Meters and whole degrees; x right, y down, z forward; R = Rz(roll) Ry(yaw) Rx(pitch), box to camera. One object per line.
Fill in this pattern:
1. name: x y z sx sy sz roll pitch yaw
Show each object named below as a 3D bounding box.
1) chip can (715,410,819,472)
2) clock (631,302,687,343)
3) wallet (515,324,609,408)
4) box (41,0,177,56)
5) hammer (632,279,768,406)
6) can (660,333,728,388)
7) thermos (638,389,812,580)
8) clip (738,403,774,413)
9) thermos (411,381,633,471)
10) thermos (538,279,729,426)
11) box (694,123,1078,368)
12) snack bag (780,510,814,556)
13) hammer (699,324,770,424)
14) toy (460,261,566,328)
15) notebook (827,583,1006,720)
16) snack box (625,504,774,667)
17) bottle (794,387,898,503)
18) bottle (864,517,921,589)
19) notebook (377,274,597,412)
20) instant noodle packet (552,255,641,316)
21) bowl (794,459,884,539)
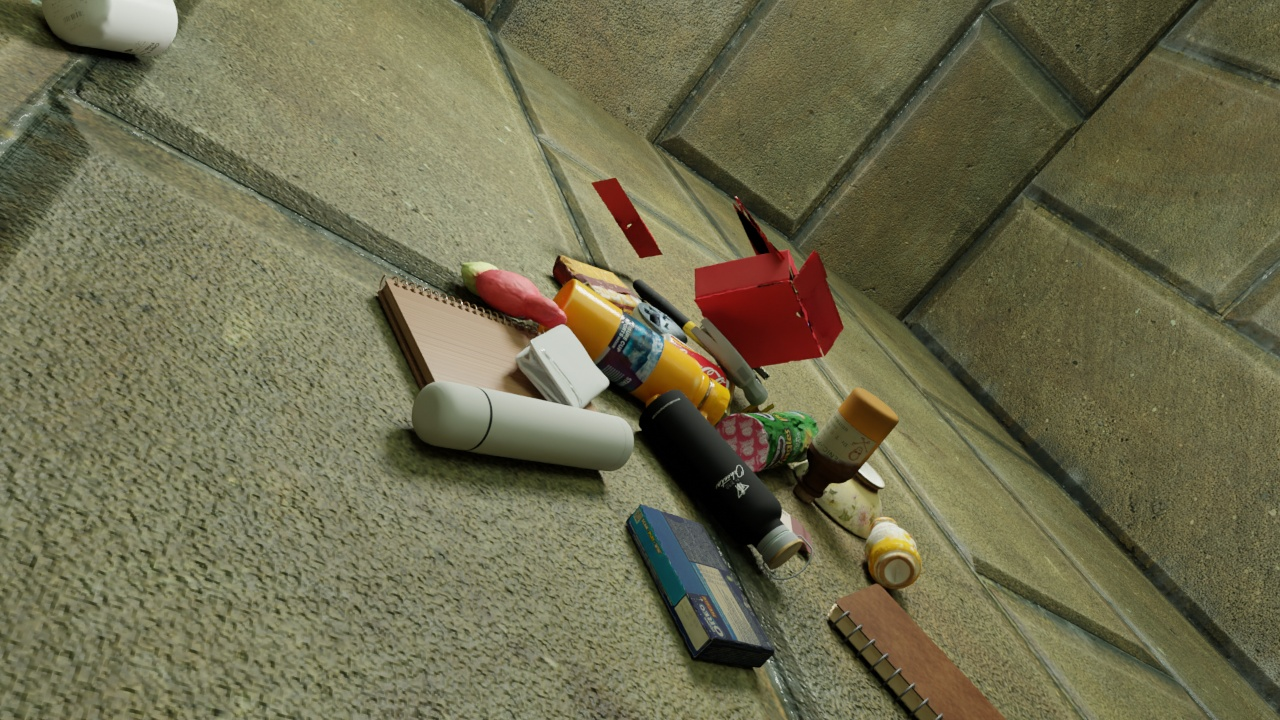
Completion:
1. chip can: 0.165 0.101 1.156 0.075 0.075 0.223 46 18 21
2. clock: 0.027 -0.025 1.216 0.117 0.057 0.083 35 17 -13
3. wallet: -0.077 0.011 0.896 0.086 0.032 0.116 53 17 2
4. box: -0.508 -0.368 0.885 0.137 0.083 0.143 -34 107 -74
5. hammer: 0.064 -0.049 1.297 0.127 0.029 0.323 51 -3 -35
6. can: 0.055 0.017 1.154 0.104 0.064 0.064 34 18 -17
7. thermos: 0.089 0.130 0.950 0.231 0.061 0.061 49 20 28
8. clip: 0.157 0.073 1.269 0.044 0.054 0.050 55 -7 -3
9. thermos: -0.094 0.058 0.774 0.224 0.052 0.052 17 28 -51
10. thermos: -0.006 0.006 1.060 0.232 0.091 0.076 34 -22 -18
11. box: 0.322 -0.156 1.232 0.215 0.511 0.141 50 17 -55
12. snack bag: 0.132 0.163 1.036 0.158 0.013 0.057 37 15 -7
13. hammer: 0.125 0.027 1.335 0.132 0.033 0.329 39 18 -3
14. toy: -0.136 -0.070 0.977 0.135 0.045 0.091 27 0 29
15. notebook: 0.294 0.329 0.937 0.225 0.024 0.167 47 18 25
16. snack box: 0.048 0.190 0.779 0.082 0.027 0.150 23 22 -37
17. bottle: 0.251 0.114 1.159 0.068 0.157 0.067 32 17 -11
18. bottle: 0.308 0.234 1.134 0.063 0.063 0.109 37 18 -7
19. notebook: -0.139 0.001 0.876 0.210 0.022 0.169 20 26 -46
20. instant noodle packet: -0.054 -0.094 1.253 0.135 0.040 0.098 12 33 -53
21. bowl: 0.283 0.169 1.244 0.145 0.063 0.145 35 19 -14
